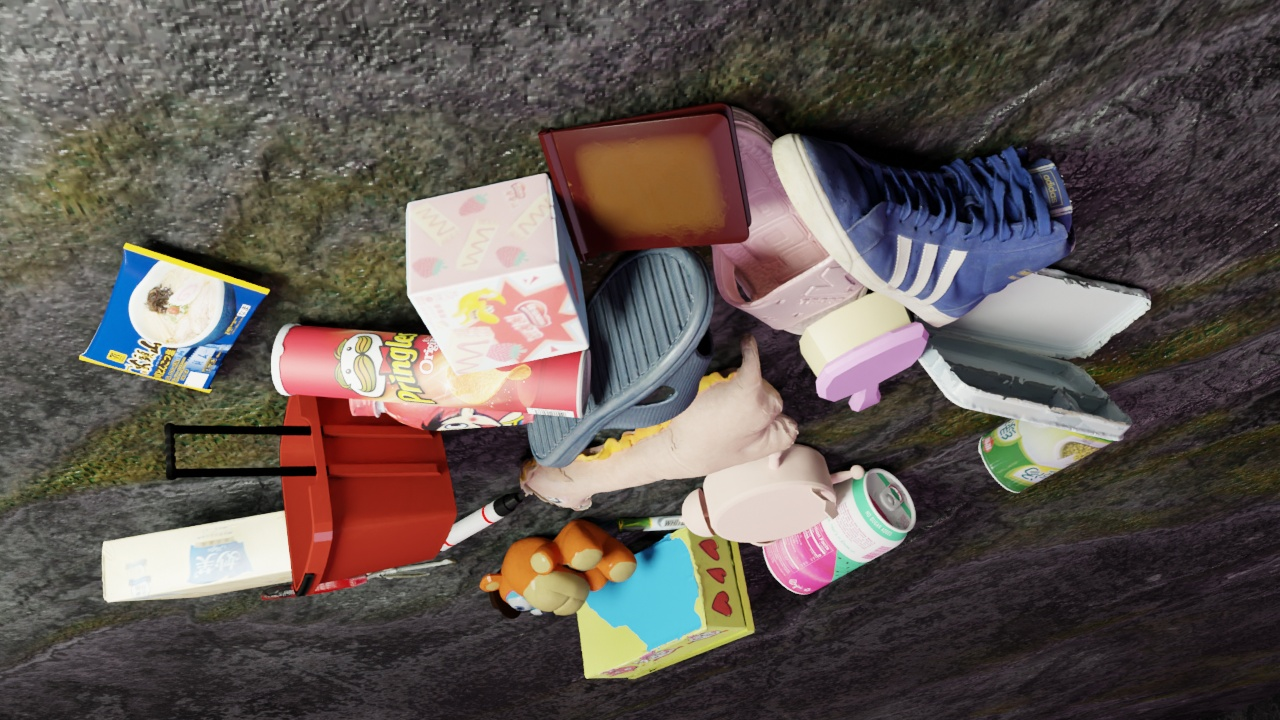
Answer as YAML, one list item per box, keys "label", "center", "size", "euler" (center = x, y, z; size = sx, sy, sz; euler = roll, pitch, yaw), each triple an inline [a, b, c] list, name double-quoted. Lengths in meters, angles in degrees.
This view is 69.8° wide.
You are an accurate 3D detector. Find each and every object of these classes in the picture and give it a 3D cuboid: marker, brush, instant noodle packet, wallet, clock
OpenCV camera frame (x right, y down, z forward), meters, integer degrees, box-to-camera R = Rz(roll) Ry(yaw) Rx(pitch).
- label: "marker"
  center: [0.046, 0.179, 1.021]
  size: [0.146, 0.017, 0.017]
  euler: [-1, 145, -13]
- label: "brush"
  center: [0.181, 0.001, 0.753]
  size: [0.089, 0.043, 0.228]
  euler: [-26, 164, 6]
- label: "marker"
  center: [-0.169, 0.166, 0.945]
  size: [0.146, 0.019, 0.019]
  euler: [-32, 140, 29]
- label: "instant noodle packet"
  center: [-0.319, -0.024, 0.625]
  size: [0.087, 0.026, 0.135]
  euler: [20, 136, -31]
- label: "wallet"
  center: [0.005, -0.105, 0.557]
  size: [0.116, 0.018, 0.091]
  euler: [-3, 130, 17]
- label: "clock"
  center: [0.133, 0.149, 0.947]
  size: [0.131, 0.086, 0.161]
  euler: [16, 144, -33]

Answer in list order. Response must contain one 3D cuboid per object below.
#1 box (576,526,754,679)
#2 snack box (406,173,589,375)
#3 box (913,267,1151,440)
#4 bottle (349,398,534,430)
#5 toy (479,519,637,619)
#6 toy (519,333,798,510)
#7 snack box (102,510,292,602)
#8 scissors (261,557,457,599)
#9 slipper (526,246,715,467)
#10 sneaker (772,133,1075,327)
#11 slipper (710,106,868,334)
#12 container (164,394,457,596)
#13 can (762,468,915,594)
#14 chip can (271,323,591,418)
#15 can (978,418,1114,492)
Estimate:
- label: "box"
  center: [0.023, 0.284, 1.060]
  size: [0.082, 0.124, 0.222]
  euler: [15, 141, -39]
- label: "snack box"
  center: [-0.090, -0.053, 0.592]
  size: [0.095, 0.079, 0.093]
  euler: [-12, 146, 2]
- label: "box"
  center: [0.329, 0.002, 0.754]
  size: [0.211, 0.105, 0.130]
  euler: [6, 139, -22]
- label: "bottle"
  center: [-0.151, 0.024, 0.705]
  size: [0.137, 0.061, 0.062]
  euler: [-4, 146, -9]
- label: "toy"
  center: [-0.095, 0.230, 1.003]
  size: [0.176, 0.096, 0.112]
  euler: [-19, 147, 34]
- label: "toy"
  center: [0.002, 0.064, 0.814]
  size: [0.265, 0.065, 0.196]
  euler: [-11, 138, 14]
- label: "snack box"
  center: [-0.348, 0.177, 0.843]
  size: [0.207, 0.055, 0.153]
  euler: [-10, 167, 0]
- label: "scissors"
  center: [-0.285, 0.218, 0.931]
  size: [0.196, 0.015, 0.179]
  euler: [-10, 178, -17]
- label: "slipper"
  center: [-0.004, 0.004, 0.692]
  size: [0.082, 0.101, 0.264]
  euler: [3, 150, -31]
- label: "sneaker"
  center: [0.198, -0.099, 0.585]
  size: [0.119, 0.091, 0.233]
  euler: [-27, 143, 31]
- label: "slipper"
  center: [0.095, -0.074, 0.622]
  size: [0.094, 0.064, 0.239]
  euler: [-25, 141, 21]
- label: "container"
  center: [-0.257, 0.097, 0.710]
  size: [0.200, 0.148, 0.127]
  euler: [0, 144, -30]
- label: "can"
  center: [0.216, 0.189, 1.013]
  size: [0.088, 0.088, 0.166]
  euler: [15, 139, -32]
- label: "chip can"
  center: [-0.144, 0.007, 0.647]
  size: [0.215, 0.051, 0.052]
  euler: [4, 146, 3]
- label: "can"
  center: [0.406, 0.077, 0.915]
  size: [0.067, 0.067, 0.121]
  euler: [16, 138, -32]
